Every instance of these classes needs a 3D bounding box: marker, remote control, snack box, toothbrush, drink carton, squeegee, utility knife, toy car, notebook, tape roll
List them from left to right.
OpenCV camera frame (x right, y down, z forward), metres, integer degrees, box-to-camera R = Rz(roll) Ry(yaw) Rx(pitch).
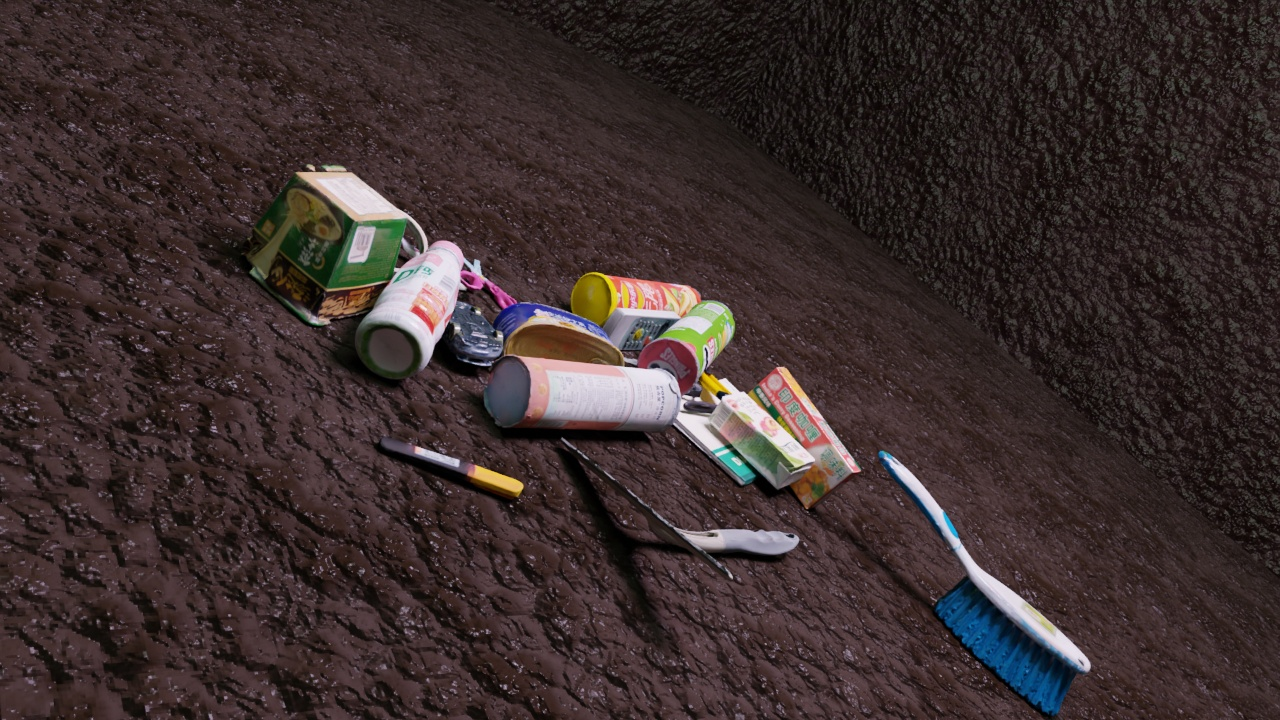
[{"bbox_3d":[-0.289,-0.112,0.864,0.117,0.106,0.118,38,23,11],"label":"snack box"},{"bbox_3d":[-0.273,-0.130,0.999,0.085,0.014,0.085,23,51,-31],"label":"tape roll"},{"bbox_3d":[-0.270,-0.139,1.031,0.187,0.017,0.016,37,25,-15],"label":"toothbrush"},{"bbox_3d":[-0.156,0.088,0.754,0.123,0.015,0.018,23,23,-18],"label":"marker"},{"bbox_3d":[-0.181,-0.031,0.939,0.054,0.037,0.120,10,21,-32],"label":"toy car"},{"bbox_3d":[-0.001,-0.039,1.176,0.019,0.056,0.135,43,23,27],"label":"remote control"},{"bbox_3d":[0.071,0.008,1.199,0.033,0.015,0.197,20,15,-34],"label":"utility knife"},{"bbox_3d":[0.071,0.165,0.874,0.246,0.039,0.246,21,7,-43],"label":"squeegee"},{"bbox_3d":[0.110,0.062,1.140,0.180,0.016,0.018,9,27,-48],"label":"toothbrush"},{"bbox_3d":[0.113,0.084,1.139,0.150,0.012,0.208,42,23,19],"label":"notebook"},{"bbox_3d":[0.139,0.094,1.073,0.122,0.046,0.053,45,29,24],"label":"drink carton"},{"bbox_3d":[0.186,0.092,1.095,0.027,0.077,0.155,1,49,-54],"label":"snack box"}]

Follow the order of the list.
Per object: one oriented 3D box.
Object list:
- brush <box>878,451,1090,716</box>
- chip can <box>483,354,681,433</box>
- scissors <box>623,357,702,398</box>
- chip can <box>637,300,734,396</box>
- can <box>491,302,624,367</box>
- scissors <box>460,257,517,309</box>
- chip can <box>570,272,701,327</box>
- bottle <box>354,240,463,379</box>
[{"bbox_3d":[0.360,0.241,1.017,0.314,0.110,0.060,42,26,19],"label":"brush"},{"bbox_3d":[-0.053,0.036,0.926,0.214,0.071,0.071,6,34,-48],"label":"chip can"},{"bbox_3d":[-0.005,0.003,1.131,0.174,0.014,0.140,30,20,18],"label":"scissors"},{"bbox_3d":[0.063,-0.020,1.132,0.072,0.072,0.235,35,21,5],"label":"chip can"},{"bbox_3d":[-0.088,-0.012,0.978,0.148,0.075,0.049,17,24,-37],"label":"can"},{"bbox_3d":[-0.186,-0.096,1.090,0.124,0.017,0.133,35,12,-20],"label":"scissors"},{"bbox_3d":[-0.001,-0.075,1.232,0.073,0.073,0.216,45,24,26],"label":"chip can"},{"bbox_3d":[-0.212,-0.058,0.881,0.068,0.068,0.196,28,29,-13],"label":"bottle"}]
